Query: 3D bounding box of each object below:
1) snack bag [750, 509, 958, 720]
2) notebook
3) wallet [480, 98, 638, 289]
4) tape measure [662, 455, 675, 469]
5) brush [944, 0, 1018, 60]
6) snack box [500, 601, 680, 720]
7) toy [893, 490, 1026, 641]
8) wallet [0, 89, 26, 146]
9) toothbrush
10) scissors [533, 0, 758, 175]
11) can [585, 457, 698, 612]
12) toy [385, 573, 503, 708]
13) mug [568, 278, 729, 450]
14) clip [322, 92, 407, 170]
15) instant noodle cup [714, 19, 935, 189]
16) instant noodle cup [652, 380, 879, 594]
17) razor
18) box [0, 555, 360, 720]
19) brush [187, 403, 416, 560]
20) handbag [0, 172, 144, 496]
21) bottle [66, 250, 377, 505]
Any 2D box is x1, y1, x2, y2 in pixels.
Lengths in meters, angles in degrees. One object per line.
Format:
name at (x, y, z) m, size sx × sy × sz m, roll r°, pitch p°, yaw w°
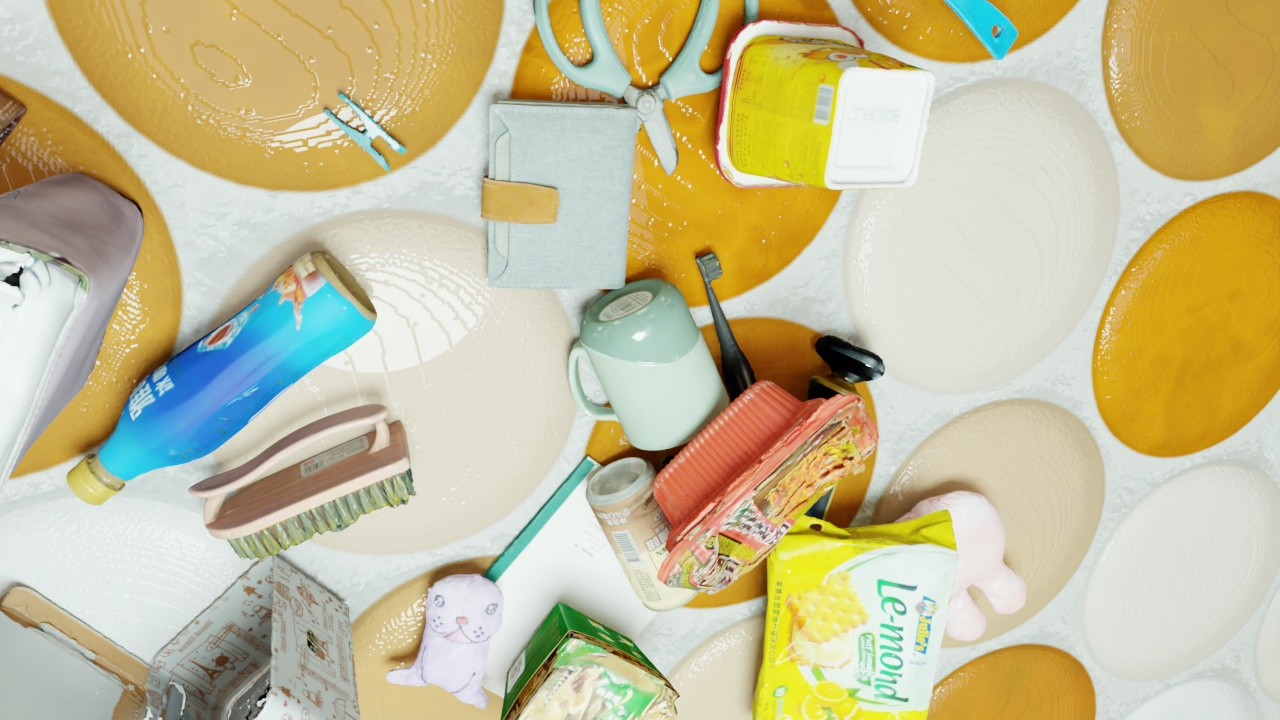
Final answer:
snack bag at (0.179, 0.237, 0.807) m, size 0.158 × 0.068 × 0.247 m, roll 1°, pitch 114°, yaw -3°
notebook at (-0.057, 0.197, 0.765) m, size 0.150 × 0.012 × 0.209 m, roll 40°, pitch 92°, yaw -24°
wallet at (-0.057, -0.112, 0.636) m, size 0.106 × 0.037 × 0.130 m, roll -2°, pitch 116°, yaw -16°
tape measure at (0.045, 0.103, 0.758) m, size 0.058 × 0.025 × 0.054 m, roll -1°, pitch 108°, yaw -17°
brush at (0.174, -0.293, 0.644) m, size 0.254 × 0.046 × 0.083 m, roll 30°, pitch 94°, yaw -19°
snack box at (-0.050, 0.260, 0.723) m, size 0.117 × 0.105 × 0.118 m, roll 34°, pitch 93°, yaw -21°
toy at (0.292, 0.192, 0.853) m, size 0.121 × 0.054 × 0.159 m, roll -35°, pitch 110°, yaw 3°
wallet at (-0.432, -0.131, 0.518) m, size 0.101 × 0.032 × 0.124 m, roll 40°, pitch 93°, yaw -23°
toothbrush at (0.080, 0.011, 0.737) m, size 0.027 × 0.026 × 0.213 m, roll -18°, pitch 113°, yaw 2°
scissors at (-0.006, -0.221, 0.632) m, size 0.181 × 0.019 × 0.170 m, roll 29°, pitch 99°, yaw -26°
can at (0.004, 0.138, 0.727) m, size 0.058 × 0.058 × 0.116 m, roll -28°, pitch 112°, yaw -7°
toy at (-0.146, 0.214, 0.717) m, size 0.084 × 0.039 × 0.108 m, roll 16°, pitch 102°, yaw -9°
mug at (-0.004, 0.004, 0.684) m, size 0.112 × 0.082 × 0.106 m, roll -15°, pitch 117°, yaw 22°
clip at (-0.180, -0.150, 0.602) m, size 0.057 × 0.014 × 0.045 m, roll 41°, pitch 95°, yaw -27°
instant noodle cup at (0.126, -0.167, 0.626) m, size 0.116 × 0.123 × 0.116 m, roll -6°, pitch 114°, yaw -24°
instant noodle cup at (0.086, 0.086, 0.679) m, size 0.189 × 0.079 × 0.164 m, roll -43°, pitch 155°, yaw 3°
razor at (0.161, 0.061, 0.772) m, size 0.067 × 0.062 × 0.168 m, roll -15°, pitch 123°, yaw -47°
box at (-0.305, 0.204, 0.596) m, size 0.157 × 0.181 × 0.197 m, roll -43°, pitch 116°, yaw 1°
brush at (-0.233, 0.084, 0.641) m, size 0.145 × 0.063 × 0.073 m, roll -22°, pitch 118°, yaw -8°
handbag at (-0.341, -0.023, 0.493) m, size 0.098 × 0.197 × 0.145 m, roll 33°, pitch 95°, yaw -26°
bottle at (-0.276, 0.016, 0.600) m, size 0.218 × 0.065 × 0.065 m, roll -38°, pitch 116°, yaw -3°
